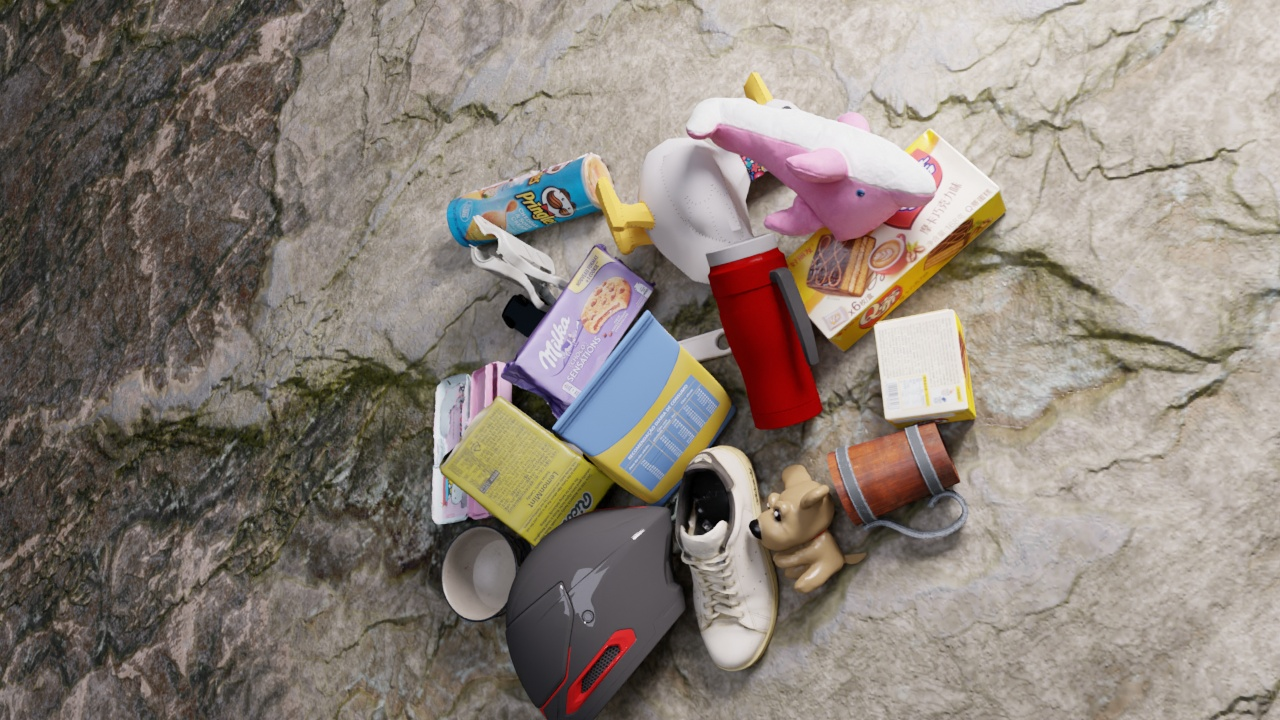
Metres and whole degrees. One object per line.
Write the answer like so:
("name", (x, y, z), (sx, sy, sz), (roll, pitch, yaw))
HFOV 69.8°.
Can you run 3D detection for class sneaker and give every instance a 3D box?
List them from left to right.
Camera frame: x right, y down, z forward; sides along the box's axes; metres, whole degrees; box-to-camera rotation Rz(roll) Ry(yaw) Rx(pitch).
("sneaker", (0.086, 0.211, 0.976), (0.089, 0.102, 0.241), (-9, 81, 25))

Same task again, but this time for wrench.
("wrench", (-0.007, 0.007, 1.135), (0.274, 0.018, 0.066), (-15, 70, 23))

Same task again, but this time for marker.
("marker", (-0.088, 0.116, 1.153), (0.139, 0.016, 0.022), (14, 108, 31))

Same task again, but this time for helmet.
("helmet", (-0.055, 0.263, 1.000), (0.170, 0.164, 0.265), (40, 92, 12))

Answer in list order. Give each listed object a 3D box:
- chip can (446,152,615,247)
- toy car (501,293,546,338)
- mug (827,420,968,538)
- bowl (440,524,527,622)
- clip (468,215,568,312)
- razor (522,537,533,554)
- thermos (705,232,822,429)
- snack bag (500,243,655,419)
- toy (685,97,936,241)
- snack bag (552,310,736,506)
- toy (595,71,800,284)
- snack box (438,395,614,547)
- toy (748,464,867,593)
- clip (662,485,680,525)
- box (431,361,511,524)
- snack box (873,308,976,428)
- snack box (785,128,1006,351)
("chip can", (-0.149, -0.214, 1.234), (0.230, 0.079, 0.079), (-11, 72, 26))
("toy car", (-0.135, -0.046, 1.206), (0.112, 0.034, 0.046), (34, 95, 29))
("mug", (0.264, 0.128, 0.929), (0.111, 0.081, 0.117), (-24, 85, 18))
("bowl", (-0.184, 0.265, 1.141), (0.116, 0.059, 0.115), (-7, 74, 27))
("clip", (-0.155, -0.112, 1.183), (0.092, 0.125, 0.151), (-43, 66, 14))
("razor", (-0.132, 0.181, 1.139), (0.060, 0.057, 0.156), (-1, 79, 13))
("thermos", (0.139, -0.032, 0.977), (0.108, 0.083, 0.198), (-5, 104, 59))
("snack bag", (-0.076, -0.037, 1.123), (0.205, 0.096, 0.058), (-55, 14, -9))
("toy", (0.170, -0.195, 0.960), (0.266, 0.186, 0.128), (27, 124, 16))
("snack bag", (-0.001, 0.052, 0.994), (0.102, 0.205, 0.159), (35, 83, 34))
("toy", (0.087, -0.201, 1.073), (0.267, 0.141, 0.246), (-18, 74, 2))
("snack box", (-0.137, 0.138, 1.097), (0.181, 0.045, 0.121), (37, 79, 1))
("toy", (0.171, 0.178, 0.958), (0.106, 0.134, 0.108), (-21, 95, -1))
("clip", (0.045, 0.153, 1.065), (0.023, 0.035, 0.074), (3, 73, 30))
("box", (-0.220, 0.110, 1.208), (0.155, 0.044, 0.201), (-19, 66, 47))
("snack box", (0.293, 0.010, 0.945), (0.084, 0.061, 0.105), (-11, 73, 26))
("snack box", (0.265, -0.128, 0.994), (0.230, 0.061, 0.110), (-43, 61, 13))
